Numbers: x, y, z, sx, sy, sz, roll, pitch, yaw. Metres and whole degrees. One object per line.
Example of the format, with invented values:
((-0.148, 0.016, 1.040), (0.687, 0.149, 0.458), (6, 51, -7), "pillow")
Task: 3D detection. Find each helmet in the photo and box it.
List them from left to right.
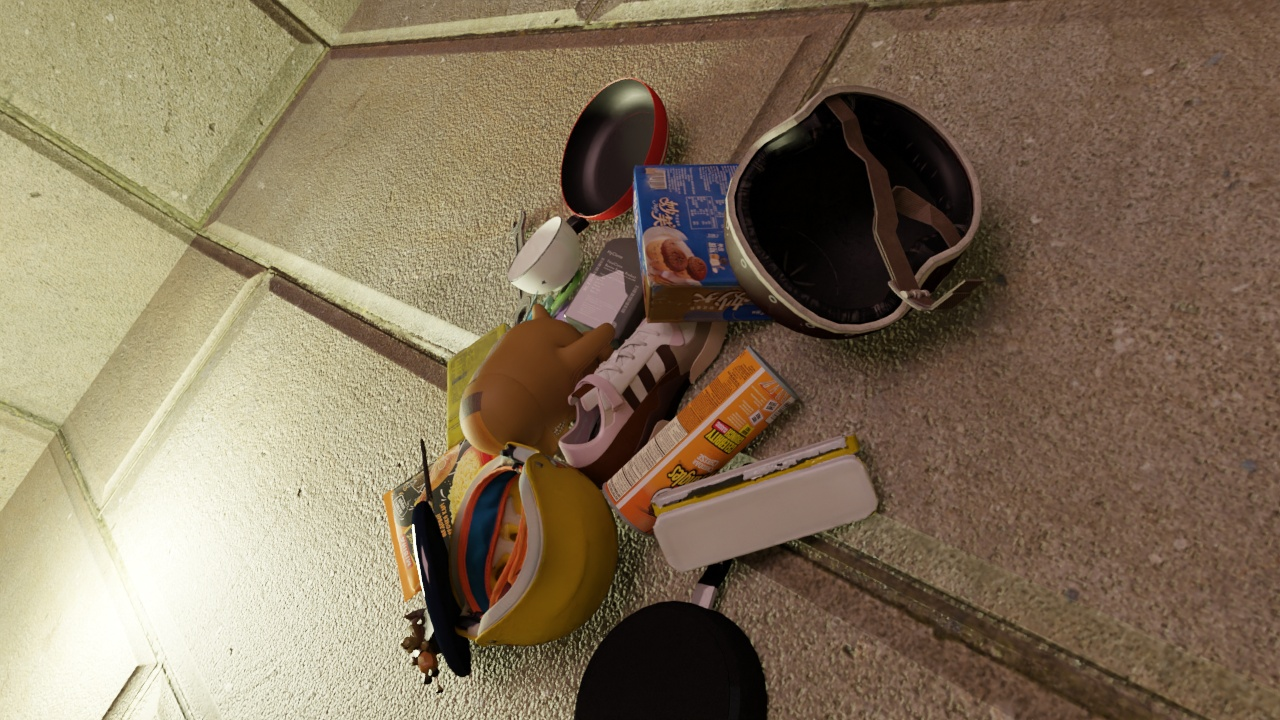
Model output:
((-0.109, 0.204, 0.989), (0.240, 0.139, 0.209), (1, 75, 65), "helmet")
((0.201, -0.131, 0.864), (0.233, 0.233, 0.254), (-32, -10, -37), "helmet")

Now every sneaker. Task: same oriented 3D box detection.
((-0.006, 0.006, 1.054), (0.112, 0.116, 0.293), (16, 73, 48), "sneaker")

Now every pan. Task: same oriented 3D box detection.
((-0.246, 0.210, 1.089), (0.021, 0.199, 0.356), (-15, 39, -8), "pan")
((-0.072, -0.238, 1.341), (0.209, 0.067, 0.356), (39, 107, 48), "pan")
((0.046, 0.256, 0.875), (0.204, 0.044, 0.355), (2, 64, 44), "pan")

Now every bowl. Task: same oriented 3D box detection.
((-0.126, -0.137, 1.272), (0.114, 0.063, 0.113), (-41, 25, 23), "bowl")

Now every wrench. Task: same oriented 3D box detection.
((-0.180, -0.142, 1.390), (0.070, 0.010, 0.272), (-56, 29, 32), "wrench")

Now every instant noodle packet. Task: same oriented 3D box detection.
((-0.246, 0.193, 1.194), (0.221, 0.032, 0.159), (-34, 57, 20), "instant noodle packet")

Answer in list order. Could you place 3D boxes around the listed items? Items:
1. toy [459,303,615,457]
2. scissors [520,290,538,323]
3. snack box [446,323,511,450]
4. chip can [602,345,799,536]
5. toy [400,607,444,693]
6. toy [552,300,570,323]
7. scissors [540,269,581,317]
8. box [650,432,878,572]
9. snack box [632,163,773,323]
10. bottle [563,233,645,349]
((-0.127, 0.041, 1.085), (0.199, 0.162, 0.202), (-30, 11, 36), "toy")
((-0.157, -0.037, 1.223), (0.135, 0.015, 0.135), (-60, 5, 18), "scissors")
((-0.216, 0.040, 1.287), (0.121, 0.045, 0.180), (-34, 40, 19), "snack box")
((0.062, 0.085, 0.962), (0.215, 0.075, 0.075), (-44, 40, 9), "chip can")
((-0.252, 0.344, 1.083), (0.076, 0.062, 0.100), (-52, 45, 36), "toy")
((-0.085, -0.069, 1.250), (0.100, 0.036, 0.080), (-42, 30, 13), "toy")
((-0.124, -0.063, 1.252), (0.139, 0.028, 0.170), (-42, 24, 20), "scissors")
((0.115, 0.128, 0.880), (0.210, 0.079, 0.080), (-20, 13, 14), "box")
((0.075, -0.139, 1.062), (0.155, 0.069, 0.202), (-2, 49, -5), "snack box")
((-0.019, -0.107, 1.183), (0.084, 0.046, 0.173), (24, 77, 19), "bottle")
